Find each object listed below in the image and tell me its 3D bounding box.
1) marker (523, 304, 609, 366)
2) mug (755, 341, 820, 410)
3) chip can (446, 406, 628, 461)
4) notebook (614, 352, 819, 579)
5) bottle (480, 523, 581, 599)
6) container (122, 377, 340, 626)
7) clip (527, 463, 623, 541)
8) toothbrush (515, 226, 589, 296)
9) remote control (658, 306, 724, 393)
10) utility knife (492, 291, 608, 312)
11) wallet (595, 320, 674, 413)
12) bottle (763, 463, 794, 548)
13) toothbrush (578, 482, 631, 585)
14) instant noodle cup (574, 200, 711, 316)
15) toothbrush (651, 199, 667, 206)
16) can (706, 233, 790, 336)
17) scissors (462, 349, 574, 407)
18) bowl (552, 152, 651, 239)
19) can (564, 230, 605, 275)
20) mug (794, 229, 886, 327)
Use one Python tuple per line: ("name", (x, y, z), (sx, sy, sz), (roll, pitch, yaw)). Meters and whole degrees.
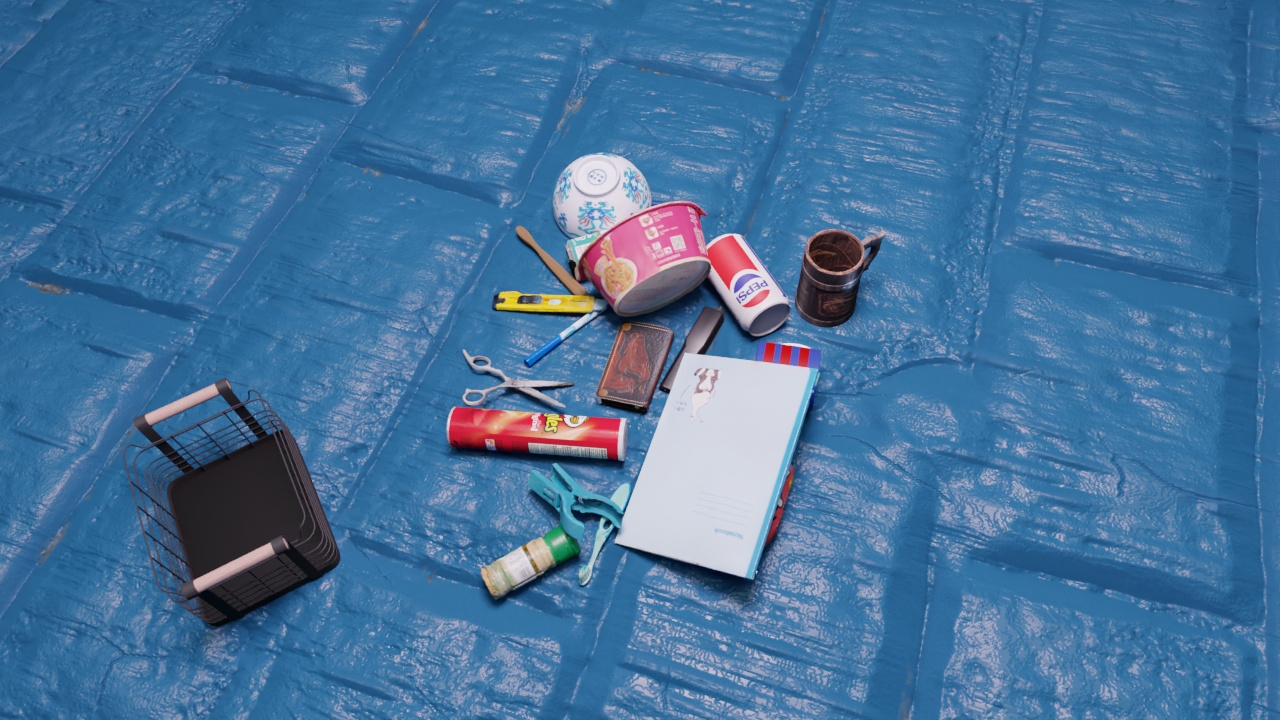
("marker", (-0.096, -0.037, 1.219), (0.141, 0.013, 0.013), (-37, 63, -19))
("mug", (0.182, 0.009, 1.143), (0.076, 0.075, 0.111), (9, 32, 9))
("chip can", (-0.125, 0.088, 1.117), (0.215, 0.052, 0.051), (4, 58, 6))
("notebook", (0.088, 0.111, 1.054), (0.181, 0.009, 0.253), (7, 66, 33))
("bottle", (-0.123, 0.226, 1.035), (0.111, 0.043, 0.043), (-28, 60, -12))
("container", (-0.467, 0.162, 1.045), (0.162, 0.130, 0.241), (-26, 60, -13))
("clip", (-0.061, 0.162, 1.066), (0.121, 0.031, 0.130), (-2, 28, -21))
("toothbrush", (-0.123, -0.134, 1.282), (0.016, 0.016, 0.167), (-36, 64, -17))
("remote control", (0.067, -0.013, 1.190), (0.032, 0.015, 0.136), (23, 62, 17))
("utility knife", (-0.123, -0.079, 1.241), (0.165, 0.017, 0.030), (4, 62, 8))
("wallet", (-0.007, 0.007, 1.180), (0.072, 0.019, 0.122), (10, 59, 15))
("bottle", (0.128, 0.175, 1.039), (0.062, 0.062, 0.137), (16, 59, 13))
("toothbrush", (-0.041, 0.197, 1.062), (0.022, 0.017, 0.135), (14, 59, 21))
("instant noodle cup", (0.015, -0.122, 1.183), (0.178, 0.179, 0.077), (-24, 75, -11))
("toothbrush", (-0.018, -0.232, 1.337), (0.168, 0.014, 0.014), (9, 64, 9))
("can", (0.137, -0.101, 1.209), (0.070, 0.070, 0.132), (-24, 59, -11))
("scissors", (-0.167, 0.023, 1.178), (0.141, 0.014, 0.162), (-15, 42, -26))
("bowl", (-0.058, -0.242, 1.295), (0.144, 0.074, 0.143), (-2, 68, 4))
("can", (-0.050, -0.150, 1.262), (0.101, 0.055, 0.055), (-16, 58, -7))
("mug", (0.260, -0.114, 1.187), (0.115, 0.107, 0.080), (-26, 60, -13))
